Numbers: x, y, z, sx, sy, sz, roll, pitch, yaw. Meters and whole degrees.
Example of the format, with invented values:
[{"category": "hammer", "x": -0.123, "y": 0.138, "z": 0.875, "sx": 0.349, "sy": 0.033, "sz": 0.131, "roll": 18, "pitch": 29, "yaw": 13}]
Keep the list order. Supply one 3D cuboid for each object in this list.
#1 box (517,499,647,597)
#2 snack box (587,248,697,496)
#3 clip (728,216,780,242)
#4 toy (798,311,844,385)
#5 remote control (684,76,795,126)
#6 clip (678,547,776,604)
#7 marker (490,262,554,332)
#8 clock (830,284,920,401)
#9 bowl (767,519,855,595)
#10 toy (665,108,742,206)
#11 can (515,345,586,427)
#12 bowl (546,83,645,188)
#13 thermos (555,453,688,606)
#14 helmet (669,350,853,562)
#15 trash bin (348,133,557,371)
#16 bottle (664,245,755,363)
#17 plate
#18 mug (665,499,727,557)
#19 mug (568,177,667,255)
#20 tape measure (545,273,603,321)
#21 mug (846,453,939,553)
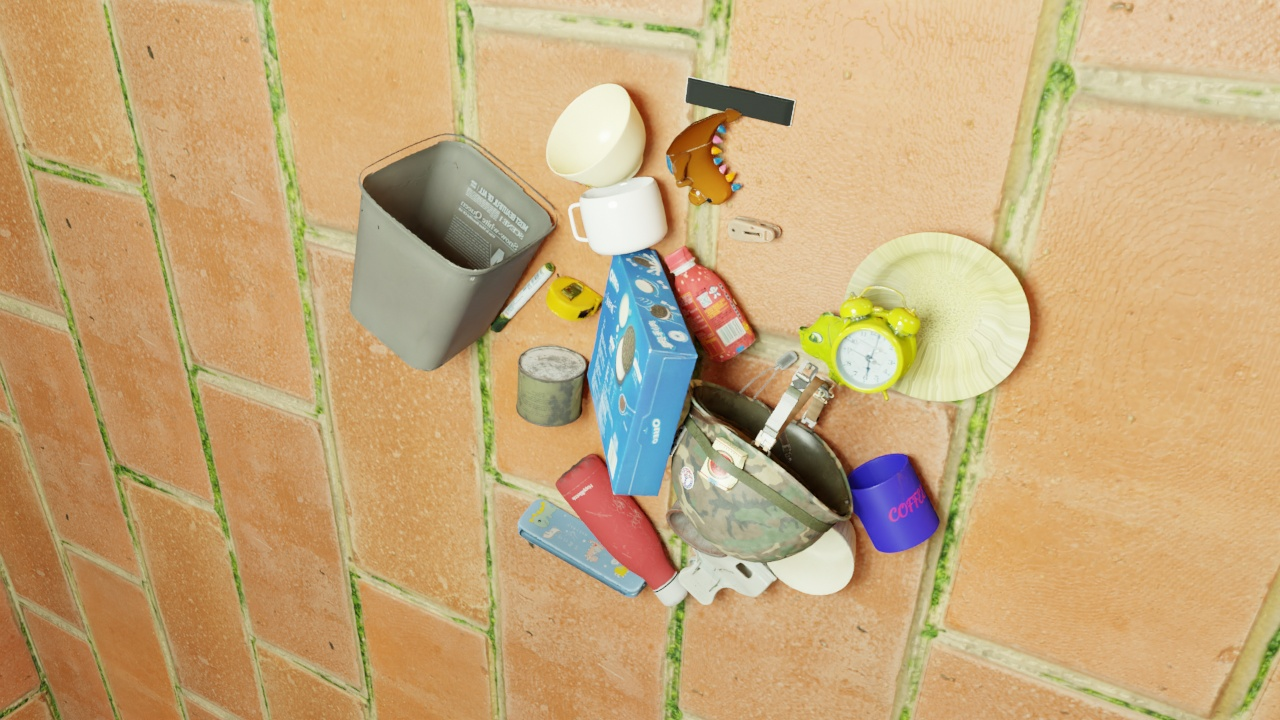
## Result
[{"category": "box", "x": -0.081, "y": 0.268, "z": 1.328, "sx": 0.210, "sy": 0.066, "sz": 0.052, "roll": 25, "pitch": 117, "yaw": 18}, {"category": "snack box", "x": -0.006, "y": 0.006, "z": 1.057, "sx": 0.056, "sy": 0.238, "sz": 0.196, "roll": 5, "pitch": 123, "yaw": -14}, {"category": "clip", "x": 0.125, "y": -0.142, "z": 1.019, "sx": 0.061, "sy": 0.049, "sz": 0.026, "roll": 1, "pitch": 118, "yaw": 0}, {"category": "toy", "x": 0.225, "y": -0.010, "z": 1.025, "sx": 0.094, "sy": 0.036, "sz": 0.094, "roll": 2, "pitch": 120, "yaw": 27}, {"category": "remote control", "x": 0.103, "y": -0.275, "z": 0.975, "sx": 0.124, "sy": 0.011, "sz": 0.028, "roll": 19, "pitch": 122, "yaw": 21}, {"category": "clip", "x": 0.109, "y": 0.265, "z": 1.212, "sx": 0.125, "sy": 0.089, "sz": 0.151, "roll": 44, "pitch": 118, "yaw": 7}, {"category": "marker", "x": -0.158, "y": -0.082, "z": 1.225, "sx": 0.017, "sy": 0.017, "sz": 0.147, "roll": 49, "pitch": 128, "yaw": 0}, {"category": "clock", "x": 0.242, "y": -0.022, "z": 0.948, "sx": 0.083, "sy": 0.056, "sz": 0.119, "roll": 17, "pitch": 115, "yaw": 24}, {"category": "bowl", "x": 0.214, "y": 0.223, "z": 1.131, "sx": 0.115, "sy": 0.062, "sz": 0.115, "roll": 13, "pitch": 120, "yaw": 24}, {"category": "toy", "x": 0.081, "y": -0.219, "z": 0.999, "sx": 0.103, "sy": 0.070, "sz": 0.090, "roll": -34, "pitch": 111, "yaw": 24}, {"category": "can", "x": -0.119, "y": 0.034, "z": 1.215, "sx": 0.090, "sy": 0.089, "sz": 0.075, "roll": 20, "pitch": 123, "yaw": 21}, {"category": "bowl", "x": -0.037, "y": -0.239, "z": 1.032, "sx": 0.118, "sy": 0.117, "sz": 0.074, "roll": -13, "pitch": 149, "yaw": 35}, {"category": "thermos", "x": -0.019, "y": 0.241, "z": 1.272, "sx": 0.073, "sy": 0.073, "sz": 0.240, "roll": -37, "pitch": 93, "yaw": 38}, {"category": "helmet", "x": 0.137, "y": 0.097, "z": 1.005, "sx": 0.237, "sy": 0.192, "sz": 0.224, "roll": -41, "pitch": 77, "yaw": 22}, {"category": "trash bin", "x": -0.253, "y": -0.125, "z": 1.161, "sx": 0.197, "sy": 0.196, "sz": 0.221, "roll": 40, "pitch": 134, "yaw": 7}, {"category": "bottle", "x": 0.075, "y": -0.068, "z": 1.066, "sx": 0.062, "sy": 0.061, "sz": 0.137, "roll": -26, "pitch": 98, "yaw": 37}, {"category": "plate", "x": 0.307, "y": -0.049, "z": 0.954, "sx": 0.184, "sy": 0.036, "sz": 0.185, "roll": 14, "pitch": 120, "yaw": 25}, {"category": "mug", "x": 0.109, "y": 0.180, "z": 1.127, "sx": 0.123, "sy": 0.110, "sz": 0.096, "roll": 21, "pitch": 152, "yaw": 27}, {"category": "mug", "x": -0.029, "y": -0.164, "z": 1.056, "sx": 0.116, "sy": 0.094, "sz": 0.068, "roll": -4, "pitch": 113, "yaw": 24}, {"category": "tape measure", "x": -0.089, "y": -0.079, "z": 1.159, "sx": 0.068, "sy": 0.058, "sz": 0.030, "roll": 36, "pitch": 127, "yaw": 11}, {"category": "mug", "x": 0.278, "y": 0.163, "z": 1.061, "sx": 0.083, "sy": 0.079, "sz": 0.111, "roll": 61, "pitch": 155, "yaw": -9}]
